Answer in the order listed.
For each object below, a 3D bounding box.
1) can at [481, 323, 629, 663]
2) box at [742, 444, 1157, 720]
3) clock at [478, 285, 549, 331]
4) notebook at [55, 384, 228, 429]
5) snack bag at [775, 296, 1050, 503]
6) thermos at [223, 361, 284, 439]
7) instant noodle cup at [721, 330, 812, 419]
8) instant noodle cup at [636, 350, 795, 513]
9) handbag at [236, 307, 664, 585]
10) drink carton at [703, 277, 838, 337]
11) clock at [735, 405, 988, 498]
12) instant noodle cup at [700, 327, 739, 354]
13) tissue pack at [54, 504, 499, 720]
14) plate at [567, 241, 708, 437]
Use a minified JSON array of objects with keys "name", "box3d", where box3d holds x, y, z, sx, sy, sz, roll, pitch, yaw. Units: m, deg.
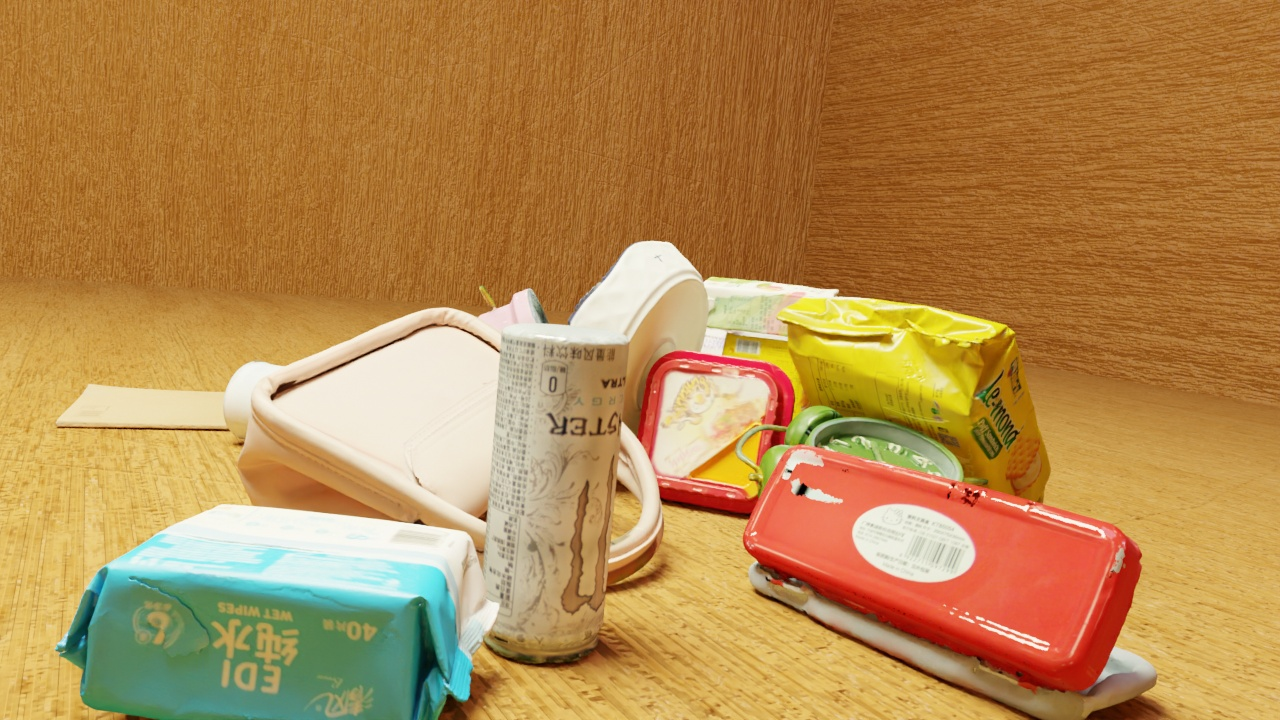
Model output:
[{"name":"can","box3d":[-0.040,0.058,0.419,0.058,0.147,0.058,5,6,-1]},{"name":"box","box3d":[0.153,0.117,0.473,0.098,0.095,0.202,40,-17,-35]},{"name":"clock","box3d":[-0.094,0.019,0.781,0.060,0.158,0.117,-21,-24,-1]},{"name":"notebook","box3d":[-0.405,0.045,0.851,0.211,0.012,0.149,3,7,-22]},{"name":"snack bag","box3d":[0.210,0.045,0.691,0.158,0.068,0.246,10,-29,37]},{"name":"thermos","box3d":[-0.220,0.048,0.728,0.224,0.073,0.073,8,7,19]},{"name":"instant noodle cup","box3d":[0.118,0.037,0.874,0.116,0.124,0.116,7,6,18]},{"name":"instant noodle cup","box3d":[0.067,0.058,0.738,0.117,0.116,0.124,8,-5,18]},{"name":"handbag","box3d":[-0.095,0.063,0.556,0.234,0.093,0.192,21,28,18]},{"name":"drink carton","box3d":[0.115,-0.046,0.837,0.123,0.045,0.053,6,17,15]},{"name":"clock","box3d":[0.141,0.081,0.613,0.161,0.056,0.115,18,27,22]},{"name":"instant noodle cup","box3d":[0.126,0.027,1.004,0.138,0.060,0.173,13,-25,51]},{"name":"tissue pack","box3d":[-0.128,0.099,0.347,0.140,0.063,0.090,7,4,-1]},{"name":"plate","box3d":[-0.004,0.004,0.751,0.045,0.205,0.204,25,13,21]}]
